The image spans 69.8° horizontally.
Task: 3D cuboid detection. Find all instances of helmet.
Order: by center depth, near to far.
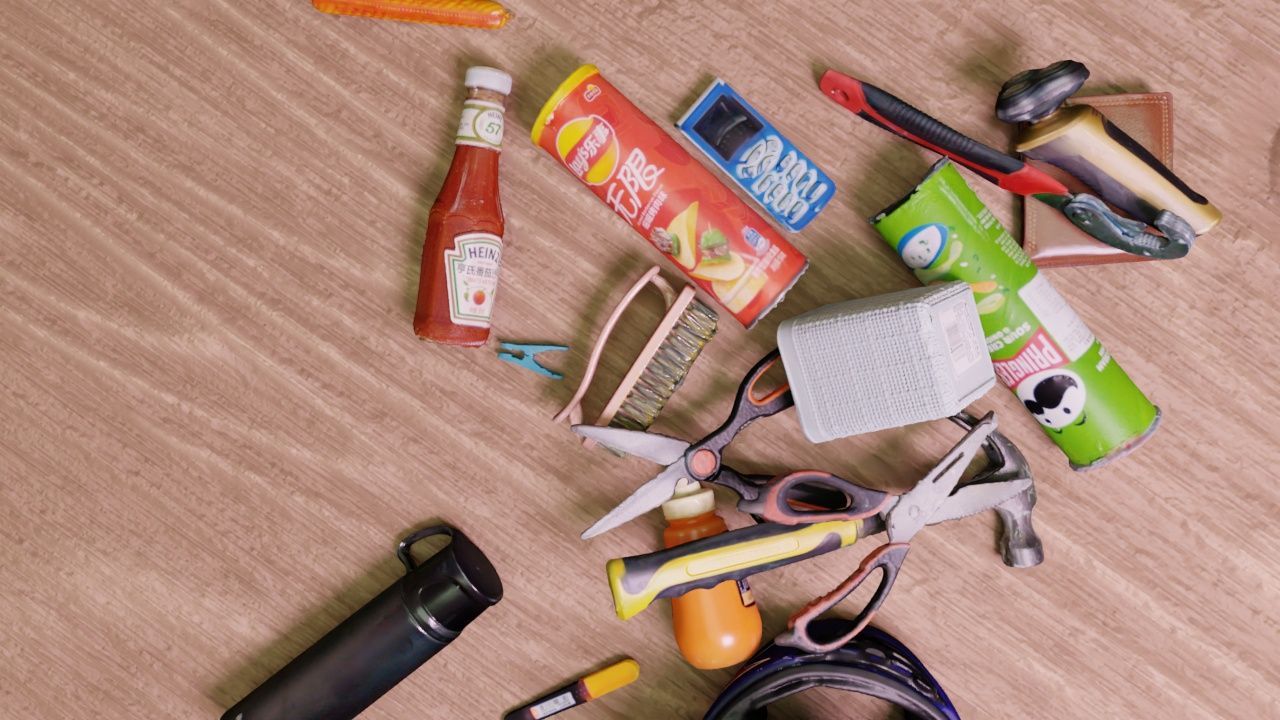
[{"bbox_3d":[0.123,0.358,0.618,0.247,0.240,0.315,17,96,2],"label":"helmet"}]

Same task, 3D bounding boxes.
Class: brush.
[{"bbox_3d":[-0.004,0.004,0.686,0.073,0.063,0.146,34,99,-3],"label":"brush"}]

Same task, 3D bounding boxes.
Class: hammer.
[{"bbox_3d":[0.134,0.120,0.660,0.323,0.032,0.126,-12,92,-9],"label":"hammer"}]

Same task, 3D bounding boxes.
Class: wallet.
[{"bbox_3d":[0.324,-0.129,0.660,0.101,0.032,0.124,-2,94,8],"label":"wallet"}]

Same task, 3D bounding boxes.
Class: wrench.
[{"bbox_3d":[0.246,-0.138,0.641,0.273,0.056,0.016,31,80,16],"label":"wrench"}]

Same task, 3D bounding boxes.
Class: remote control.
[{"bbox_3d":[0.086,-0.151,0.682,0.125,0.024,0.049,43,97,-1],"label":"remote control"}]

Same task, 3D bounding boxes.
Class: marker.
[{"bbox_3d":[-0.057,0.270,0.739,0.124,0.015,0.018,-27,91,10],"label":"marker"}]

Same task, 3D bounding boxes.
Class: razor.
[{"bbox_3d":[0.317,-0.140,0.619,0.167,0.062,0.068,37,130,0],"label":"razor"}]

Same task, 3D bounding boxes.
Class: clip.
[{"bbox_3d":[-0.085,-0.003,0.717,0.055,0.013,0.038,10,95,5],"label":"clip"}]

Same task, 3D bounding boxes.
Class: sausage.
[{"bbox_3d":[-0.176,-0.268,0.697,0.165,0.021,0.021,8,96,5],"label":"sausage"}]

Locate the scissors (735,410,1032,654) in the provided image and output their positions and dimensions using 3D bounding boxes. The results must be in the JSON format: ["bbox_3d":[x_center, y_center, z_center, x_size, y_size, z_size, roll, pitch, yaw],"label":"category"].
[{"bbox_3d":[0.169,0.116,0.641,0.226,0.015,0.189,11,89,-9],"label":"scissors"}]

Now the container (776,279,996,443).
[{"bbox_3d":[0.171,-0.002,0.631,0.112,0.089,0.090,-14,95,43],"label":"container"}]

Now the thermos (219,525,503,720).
[{"bbox_3d":[-0.224,0.228,0.731,0.242,0.068,0.090,-39,58,5],"label":"thermos"}]

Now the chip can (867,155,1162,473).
[{"bbox_3d":[0.264,-0.033,0.653,0.072,0.072,0.236,-40,90,7],"label":"chip can"}]

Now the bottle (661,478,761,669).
[{"bbox_3d":[0.047,0.153,0.698,0.067,0.066,0.149,-13,86,6],"label":"bottle"}]

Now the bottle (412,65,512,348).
[{"bbox_3d":[-0.128,-0.113,0.688,0.060,0.059,0.206,10,95,4],"label":"bottle"}]

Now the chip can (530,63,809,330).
[{"bbox_3d":[0.021,-0.117,0.668,0.216,0.073,0.073,43,97,0],"label":"chip can"}]

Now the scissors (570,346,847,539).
[{"bbox_3d":[0.063,0.066,0.672,0.221,0.022,0.228,35,83,-17],"label":"scissors"}]
